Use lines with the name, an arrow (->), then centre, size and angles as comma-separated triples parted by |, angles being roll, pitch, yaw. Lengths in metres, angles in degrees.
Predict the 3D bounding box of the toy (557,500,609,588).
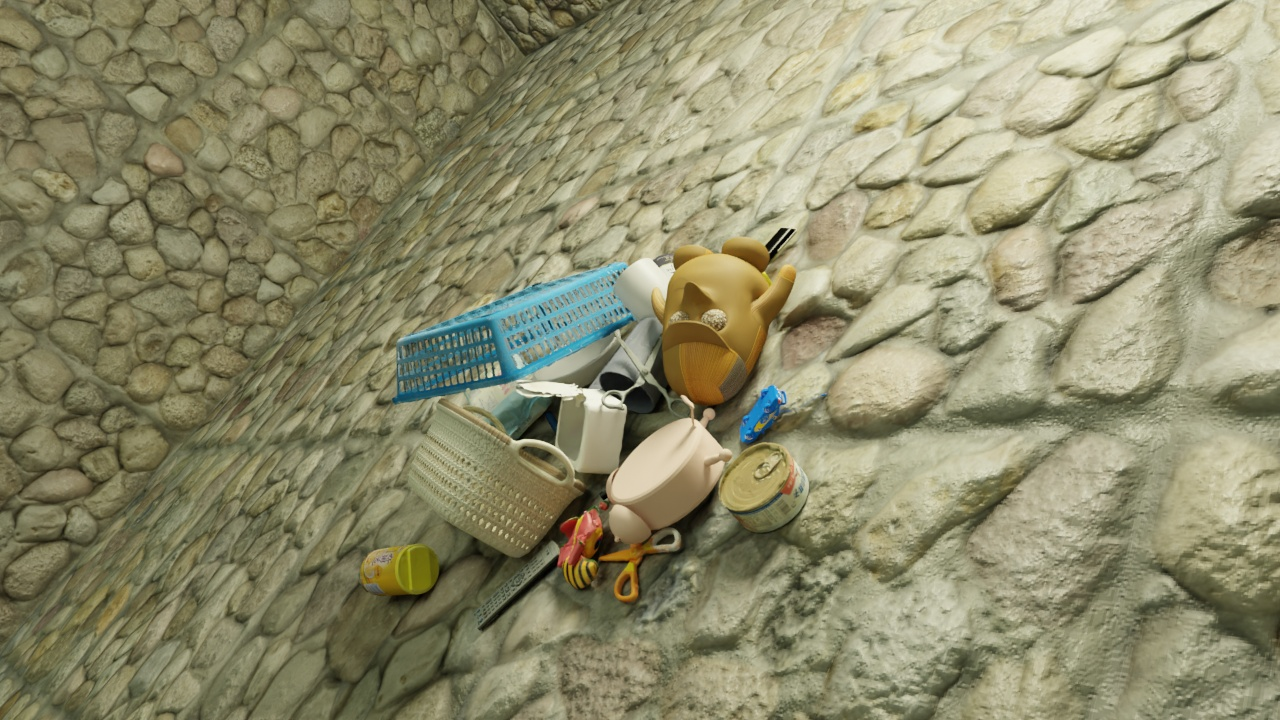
toy -> -0.067, 0.214, 1.065 | 0.084, 0.046, 0.103 | -36, 35, 37

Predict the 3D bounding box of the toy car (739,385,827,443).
toy car -> 0.159, 0.062, 1.033 | 0.033, 0.062, 0.092 | -90, 25, -54

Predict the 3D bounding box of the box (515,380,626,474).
box -> -0.099, 0.073, 1.165 | 0.109, 0.136, 0.126 | 26, 110, 61

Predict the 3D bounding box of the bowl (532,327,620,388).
bowl -> -0.089, 0.007, 1.382 | 0.150, 0.043, 0.149 | -26, 21, 11

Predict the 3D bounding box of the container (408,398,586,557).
container -> -0.195, 0.148, 1.190 | 0.142, 0.184, 0.246 | -58, 27, -9

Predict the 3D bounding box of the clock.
clock -> 0.022, 0.122, 1.033 | 0.161, 0.086, 0.131 | -46, 16, 11

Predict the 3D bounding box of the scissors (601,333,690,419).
scissors -> 0.016, 0.027, 1.156 | 0.173, 0.014, 0.141 | 36, 57, 20

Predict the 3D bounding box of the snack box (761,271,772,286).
snack box -> 0.113, -0.076, 1.269 | 0.148, 0.029, 0.040 | -36, 28, 11

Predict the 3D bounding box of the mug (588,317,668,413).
mug -> -0.007, 0.007, 1.247 | 0.124, 0.084, 0.103 | -8, 42, 51

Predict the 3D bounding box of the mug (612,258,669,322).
mug -> 0.014, -0.076, 1.285 | 0.071, 0.089, 0.107 | -32, -21, -25

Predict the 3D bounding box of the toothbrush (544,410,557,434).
toothbrush -> -0.115, 0.107, 1.314 | 0.014, 0.014, 0.167 | -52, 28, 4

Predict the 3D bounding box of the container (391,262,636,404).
container -> -0.170, -0.050, 1.341 | 0.258, 0.089, 0.361 | -11, 12, 37

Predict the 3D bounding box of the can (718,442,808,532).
can -> 0.126, 0.130, 0.940 | 0.086, 0.043, 0.086 | -31, 30, 20

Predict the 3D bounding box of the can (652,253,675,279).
can -> 0.049, -0.107, 1.358 | 0.064, 0.064, 0.127 | -36, 28, 11

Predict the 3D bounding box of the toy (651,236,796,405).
toy -> 0.086, -0.042, 1.133 | 0.199, 0.162, 0.202 | -5, 54, 30

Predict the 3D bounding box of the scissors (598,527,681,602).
scissors -> 0.000, 0.213, 1.016 | 0.128, 0.011, 0.125 | -34, 26, 17

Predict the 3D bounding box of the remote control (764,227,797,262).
remote control -> 0.175, -0.147, 1.310 | 0.124, 0.012, 0.028 | -48, 28, -12

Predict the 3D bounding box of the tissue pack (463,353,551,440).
tissue pack -> -0.208, 0.062, 1.440 | 0.112, 0.070, 0.182 | -42, 30, -1

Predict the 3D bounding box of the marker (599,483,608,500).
marker -> 0.002, 0.130, 1.119 | 0.126, 0.025, 0.025 | -37, 28, 9

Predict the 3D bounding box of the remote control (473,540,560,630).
remote control -> -0.150, 0.273, 1.119 | 0.136, 0.013, 0.033 | -41, 28, 0

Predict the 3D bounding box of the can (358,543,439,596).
can -> -0.335, 0.291, 1.272 | 0.105, 0.067, 0.067 | -16, 37, 41
